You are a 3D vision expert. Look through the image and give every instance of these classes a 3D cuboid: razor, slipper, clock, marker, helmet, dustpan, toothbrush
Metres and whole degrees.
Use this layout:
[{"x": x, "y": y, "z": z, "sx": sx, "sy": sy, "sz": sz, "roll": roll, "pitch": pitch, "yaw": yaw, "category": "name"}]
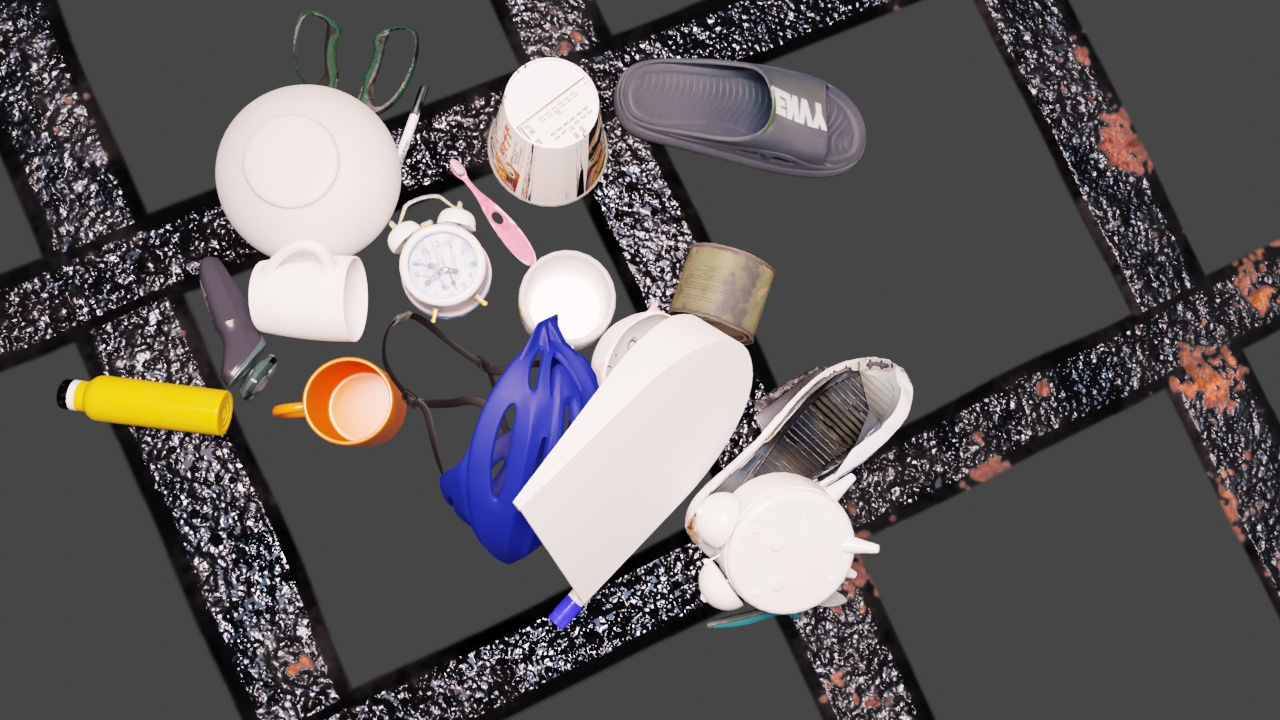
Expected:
[{"x": -0.388, "y": -0.032, "z": 0.871, "sx": 0.052, "sy": 0.047, "sz": 0.143, "roll": -22, "pitch": 83, "yaw": -33, "category": "razor"}, {"x": 0.150, "y": 0.089, "z": 0.909, "sx": 0.264, "sy": 0.063, "sz": 0.111, "roll": -46, "pitch": 110, "yaw": 2, "category": "slipper"}, {"x": 0.134, "y": 0.174, "z": 0.857, "sx": 0.161, "sy": 0.073, "sz": 0.125, "roll": -6, "pitch": 105, "yaw": -10, "category": "clock"}, {"x": 0.108, "y": -0.263, "z": 0.937, "sx": 0.268, "sy": 0.083, "sz": 0.110, "roll": 9, "pitch": 81, "yaw": -5, "category": "slipper"}, {"x": -0.034, "y": 0.203, "z": 0.897, "sx": 0.020, "sy": 0.020, "sz": 0.141, "roll": 44, "pitch": 81, "yaw": -1, "category": "marker"}, {"x": -0.142, "y": 0.057, "z": 0.841, "sx": 0.228, "sy": 0.147, "sz": 0.242, "roll": 27, "pitch": 112, "yaw": 12, "category": "helmet"}, {"x": -0.003, "y": 0.074, "z": 0.835, "sx": 0.053, "sy": 0.192, "sz": 0.257, "roll": 34, "pitch": 68, "yaw": 33, "category": "dustpan"}, {"x": -0.149, "y": -0.149, "z": 0.924, "sx": 0.021, "sy": 0.016, "sz": 0.135, "roll": -39, "pitch": 89, "yaw": -8, "category": "toothbrush"}, {"x": -0.196, "y": -0.102, "z": 0.897, "sx": 0.088, "sy": 0.052, "sz": 0.125, "roll": -20, "pitch": 83, "yaw": -8, "category": "clock"}, {"x": -0.241, "y": -0.208, "z": 0.923, "sx": 0.011, "sy": 0.011, "sz": 0.152, "roll": 17, "pitch": 81, "yaw": -5, "category": "marker"}]

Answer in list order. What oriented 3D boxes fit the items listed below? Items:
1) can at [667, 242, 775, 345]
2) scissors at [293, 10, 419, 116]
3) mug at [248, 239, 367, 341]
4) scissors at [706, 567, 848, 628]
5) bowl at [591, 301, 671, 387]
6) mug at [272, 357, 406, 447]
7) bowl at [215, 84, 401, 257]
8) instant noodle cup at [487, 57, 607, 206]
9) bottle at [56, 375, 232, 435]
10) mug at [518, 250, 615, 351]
[{"x": 0.080, "y": -0.064, "z": 0.905, "sx": 0.090, "sy": 0.090, "sz": 0.074, "roll": 20, "pitch": 82, "yaw": -5, "category": "can"}, {"x": -0.276, "y": -0.254, "z": 0.922, "sx": 0.137, "sy": 0.015, "sz": 0.209, "roll": -5, "pitch": 86, "yaw": -9, "category": "scissors"}, {"x": -0.311, "y": -0.069, "z": 0.849, "sx": 0.087, "sy": 0.114, "sz": 0.080, "roll": 2, "pitch": 51, "yaw": -1, "category": "mug"}, {"x": 0.128, "y": 0.234, "z": 0.914, "sx": 0.154, "sy": 0.019, "sz": 0.126, "roll": -42, "pitch": 92, "yaw": -11, "category": "scissors"}, {"x": -0.005, "y": 0.005, "z": 0.893, "sx": 0.114, "sy": 0.051, "sz": 0.115, "roll": -14, "pitch": 112, "yaw": -38, "category": "bowl"}, {"x": -0.279, "y": 0.043, "z": 0.846, "sx": 0.112, "sy": 0.096, "sz": 0.077, "roll": -8, "pitch": 84, "yaw": -8, "category": "mug"}, {"x": -0.322, "y": -0.182, "z": 0.872, "sx": 0.176, "sy": 0.066, "sz": 0.176, "roll": 0, "pitch": 87, "yaw": -2, "category": "bowl"}, {"x": -0.088, "y": -0.225, "z": 0.886, "sx": 0.123, "sy": 0.122, "sz": 0.123, "roll": 1, "pitch": 83, "yaw": -7, "category": "instant noodle cup"}, {"x": -0.459, "y": 0.040, "z": 0.851, "sx": 0.143, "sy": 0.043, "sz": 0.043, "roll": 8, "pitch": 83, "yaw": -6, "category": "bottle"}, {"x": -0.071, "y": -0.046, "z": 0.896, "sx": 0.094, "sy": 0.068, "sz": 0.115, "roll": -4, "pitch": 84, "yaw": -7, "category": "mug"}]
